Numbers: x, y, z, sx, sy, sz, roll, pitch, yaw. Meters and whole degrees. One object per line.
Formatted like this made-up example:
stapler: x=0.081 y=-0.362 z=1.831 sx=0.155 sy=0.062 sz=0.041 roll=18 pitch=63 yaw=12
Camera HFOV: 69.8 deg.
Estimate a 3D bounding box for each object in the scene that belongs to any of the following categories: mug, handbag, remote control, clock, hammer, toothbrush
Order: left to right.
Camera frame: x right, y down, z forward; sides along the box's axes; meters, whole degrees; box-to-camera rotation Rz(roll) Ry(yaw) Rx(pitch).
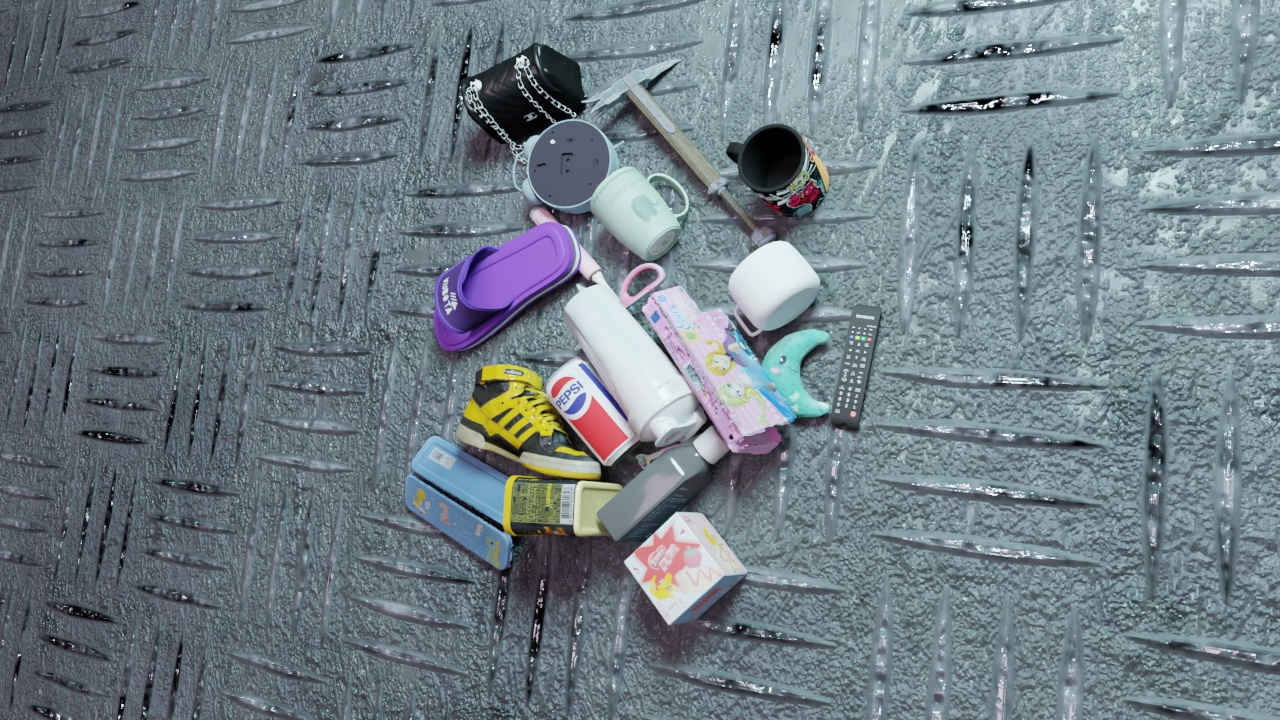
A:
handbag: x=-0.164 y=-0.357 z=1.274 sx=0.154 sy=0.125 sz=0.114 roll=-15 pitch=75 yaw=24
clock: x=-0.103 y=-0.264 z=1.260 sx=0.159 sy=0.045 sz=0.122 roll=1 pitch=85 yaw=19
toothbrush: x=-0.079 y=-0.135 z=1.249 sx=0.222 sy=0.026 sz=0.027 roll=48 pitch=122 yaw=24
mug: x=0.009 y=-0.194 z=1.189 sx=0.111 sy=0.084 sz=0.104 roll=-37 pitch=72 yaw=-14
toothbrush: x=0.063 y=0.102 z=1.139 sx=0.155 sy=0.015 sz=0.022 roll=-23 pitch=106 yaw=23
hammer: x=0.072 y=-0.262 z=1.180 sx=0.147 sy=0.028 sz=0.316 roll=-34 pitch=70 yaw=-8
mug: x=0.152 y=-0.079 z=1.083 sx=0.068 sy=0.094 sz=0.116 roll=56 pitch=129 yaw=22
mug: x=0.157 y=-0.232 z=1.100 sx=0.118 sy=0.098 sz=0.082 roll=28 pitch=94 yaw=29
remote control: x=0.249 y=0.007 z=1.058 sx=0.033 sy=0.015 sz=0.146 roll=10 pitch=86 yaw=29

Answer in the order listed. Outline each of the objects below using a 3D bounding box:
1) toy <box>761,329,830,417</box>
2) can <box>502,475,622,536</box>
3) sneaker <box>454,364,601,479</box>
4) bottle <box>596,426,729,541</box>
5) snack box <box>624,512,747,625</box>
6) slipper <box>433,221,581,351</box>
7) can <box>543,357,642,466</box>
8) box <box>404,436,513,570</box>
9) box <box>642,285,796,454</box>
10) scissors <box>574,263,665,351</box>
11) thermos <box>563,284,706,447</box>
toy: x=0.182 y=0.015 z=1.082 sx=0.085 sy=0.033 sz=0.105 roll=-2 pitch=82 yaw=26
can: x=-0.093 y=0.183 z=1.143 sx=0.101 sy=0.130 sz=0.072 roll=-2 pitch=80 yaw=25
sneaker: x=-0.138 y=0.076 z=1.206 sx=0.239 sy=0.086 sz=0.122 roll=14 pitch=92 yaw=32
bottle: x=0.036 y=0.148 z=1.107 sx=0.174 sy=0.083 sz=0.046 roll=-44 pitch=65 yaw=13
snack box: x=0.053 y=0.244 z=1.083 sx=0.093 sy=0.079 sz=0.094 roll=-45 pitch=64 yaw=13
slipper: x=-0.210 y=-0.106 z=1.261 sx=0.267 sy=0.084 sz=0.107 roll=-28 pitch=73 yaw=27
can: x=-0.057 y=0.065 z=1.161 sx=0.070 sy=0.070 sz=0.132 roll=-44 pitch=80 yaw=14
box: x=-0.244 y=0.195 z=1.269 sx=0.209 sy=0.043 sz=0.125 roll=24 pitch=92 yaw=30
box: x=0.094 y=0.001 z=1.087 sx=0.071 sy=0.084 sz=0.230 roll=-47 pitch=58 yaw=27
scissors: x=-0.019 y=-0.046 z=1.192 sx=0.171 sy=0.013 sz=0.177 roll=-37 pitch=78 yaw=25
thermos: x=-0.007 y=0.007 z=1.130 sx=0.099 sy=0.099 sz=0.220 roll=-43 pitch=67 yaw=15
